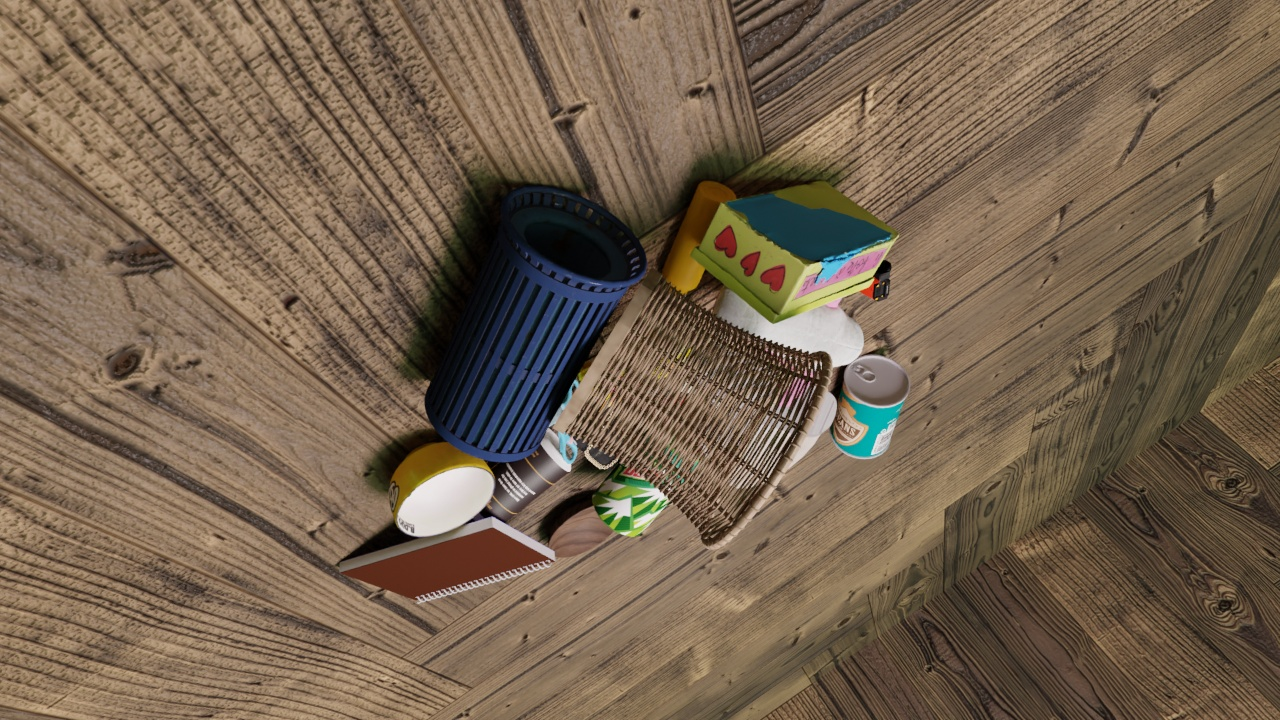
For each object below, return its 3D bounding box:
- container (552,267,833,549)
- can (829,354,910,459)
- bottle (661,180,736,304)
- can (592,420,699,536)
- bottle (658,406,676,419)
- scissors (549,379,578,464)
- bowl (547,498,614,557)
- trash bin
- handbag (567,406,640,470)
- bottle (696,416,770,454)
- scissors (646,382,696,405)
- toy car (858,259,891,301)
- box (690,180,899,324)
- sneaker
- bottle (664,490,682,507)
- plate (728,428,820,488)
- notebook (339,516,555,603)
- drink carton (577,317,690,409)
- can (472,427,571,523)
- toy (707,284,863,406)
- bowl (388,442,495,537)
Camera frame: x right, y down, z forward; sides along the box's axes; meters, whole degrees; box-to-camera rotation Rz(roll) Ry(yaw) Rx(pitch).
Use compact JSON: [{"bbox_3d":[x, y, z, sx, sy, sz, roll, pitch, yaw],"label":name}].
[{"bbox_3d":[0.045,0.039,0.914,0.227,0.196,0.227,-58,-178,4],"label":"container"},{"bbox_3d":[0.360,0.075,1.448,0.099,0.099,0.144,-24,145,-18],"label":"can"},{"bbox_3d":[0.057,-0.121,0.986,0.043,0.043,0.144,-9,138,-35],"label":"bottle"},{"bbox_3d":[0.009,0.152,1.189,0.083,0.083,0.144,13,123,-49],"label":"can"},{"bbox_3d":[0.041,0.096,1.244,0.041,0.041,0.116,-31,146,-8],"label":"bottle"},{"bbox_3d":[-0.087,0.056,1.043,0.015,0.117,0.139,5,150,11],"label":"scissors"},{"bbox_3d":[-0.084,0.231,1.307,0.119,0.032,0.119,-23,145,-18],"label":"bowl"},{"bbox_3d":[-0.110,-0.024,0.876,0.139,0.139,0.250,-2,136,-40],"label":"trash bin"},{"bbox_3d":[-0.049,0.086,1.153,0.079,0.054,0.128,-47,144,-2],"label":"handbag"},{"bbox_3d":[0.158,0.086,1.325,0.195,0.052,0.053,-21,144,-22],"label":"bottle"},{"bbox_3d":[0.038,0.044,1.159,0.188,0.015,0.140,-22,156,-41],"label":"scissors"},{"bbox_3d":[0.264,-0.111,1.131,0.048,0.100,0.051,-34,145,-15],"label":"toy car"},{"bbox_3d":[0.168,-0.120,0.973,0.220,0.124,0.080,-25,148,-48],"label":"box"},{"bbox_3d":[0.151,0.034,1.235,0.236,0.089,0.099,24,89,-28],"label":"sneaker"},{"bbox_3d":[0.019,0.164,1.296,0.056,0.056,0.105,-35,147,-1],"label":"bottle"},{"bbox_3d":[0.207,0.130,1.447,0.188,0.027,0.189,-23,145,-18],"label":"plate"},{"bbox_3d":[-0.234,0.252,1.144,0.209,0.022,0.171,-18,149,15],"label":"notebook"},{"bbox_3d":[-0.006,0.006,1.089,0.134,0.043,0.059,-27,147,-12],"label":"drink carton"},{"bbox_3d":[-0.149,0.139,1.099,0.128,0.072,0.072,-39,147,5],"label":"can"},{"bbox_3d":[0.166,-0.044,1.122,0.265,0.128,0.187,11,101,-43],"label":"toy"},{"bbox_3d":[-0.229,0.135,1.027,0.117,0.067,0.117,-24,145,-18],"label":"bowl"}]
